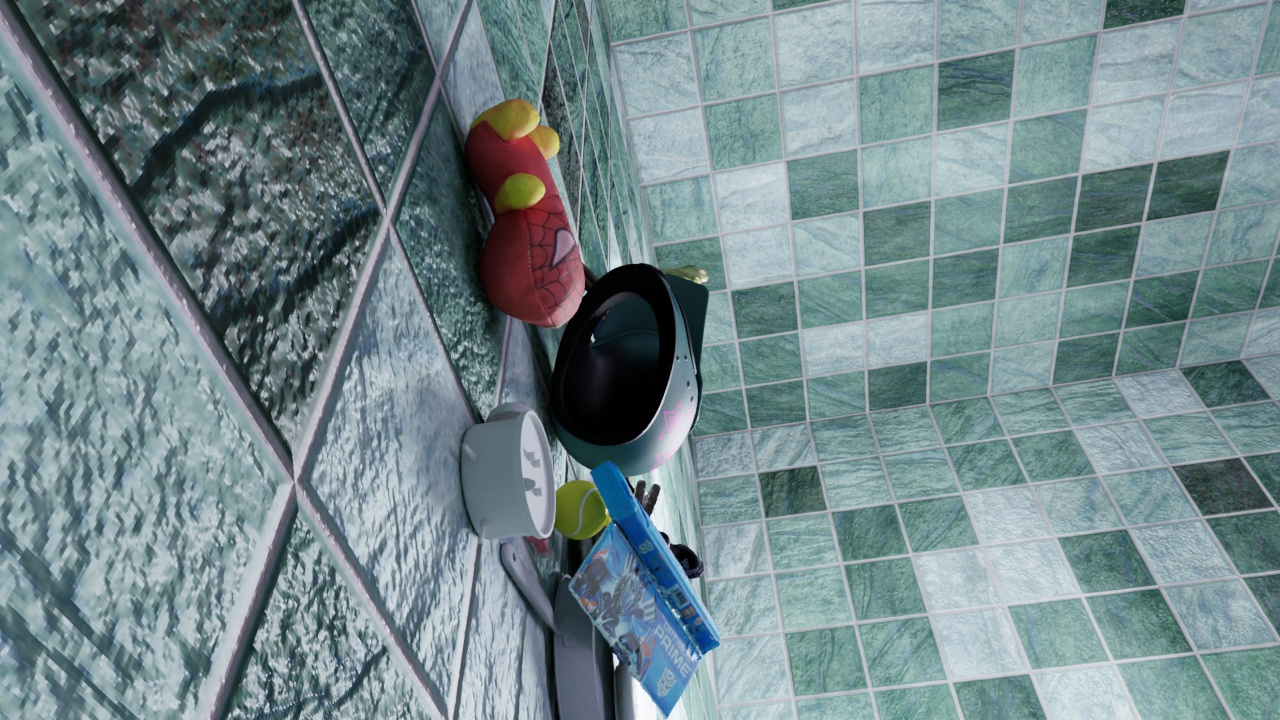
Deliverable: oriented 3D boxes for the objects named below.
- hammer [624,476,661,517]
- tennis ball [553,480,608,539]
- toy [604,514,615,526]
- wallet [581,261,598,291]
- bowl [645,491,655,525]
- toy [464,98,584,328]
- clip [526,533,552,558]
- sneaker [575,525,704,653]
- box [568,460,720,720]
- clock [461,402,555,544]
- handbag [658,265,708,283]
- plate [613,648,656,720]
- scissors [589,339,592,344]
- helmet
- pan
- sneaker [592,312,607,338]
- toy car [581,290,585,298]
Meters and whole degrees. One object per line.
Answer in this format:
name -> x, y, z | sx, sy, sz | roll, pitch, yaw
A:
hammer -> -0.024, 0.163, 1.427 | 0.325, 0.036, 0.141 | -99, -150, -58
tennis ball -> -0.068, 0.165, 1.013 | 0.065, 0.065, 0.065 | -7, 89, -84
toy -> -0.049, 0.216, 1.243 | 0.095, 0.041, 0.094 | -92, 175, -68
wallet -> -0.068, -0.111, 1.397 | 0.098, 0.027, 0.121 | 46, -2, 15
bowl -> -0.008, 0.295, 1.435 | 0.176, 0.058, 0.176 | -7, 89, -84
toy -> -0.111, -0.134, 0.891 | 0.147, 0.099, 0.216 | 11, 69, -73
clip -> -0.099, 0.173, 0.917 | 0.044, 0.023, 0.060 | -99, 178, -52
sneaker -> 0.009, 0.285, 1.167 | 0.253, 0.151, 0.097 | 76, 7, -48
box -> 0.016, 0.242, 0.977 | 0.170, 0.070, 0.244 | -79, 147, -50
clock -> -0.104, 0.096, 0.784 | 0.159, 0.061, 0.120 | -26, 107, -83
handbag -> 0.028, -0.034, 1.327 | 0.191, 0.088, 0.232 | 133, -29, -64
plate -> -0.009, 0.393, 1.045 | 0.229, 0.030, 0.229 | -5, 88, -86
scissors -> -0.068, -0.003, 1.280 | 0.125, 0.011, 0.130 | 51, 26, 9
helmet -> -0.007, 0.007, 1.124 | 0.200, 0.176, 0.274 | 43, 61, -74
pan -> -0.074, 0.280, 0.930 | 0.357, 0.051, 0.200 | 79, 6, -47
sneaker -> -0.029, 0.019, 1.455 | 0.242, 0.091, 0.116 | 52, -5, -7
toy car -> -0.103, -0.115, 1.249 | 0.042, 0.036, 0.091 | 30, 41, -80
